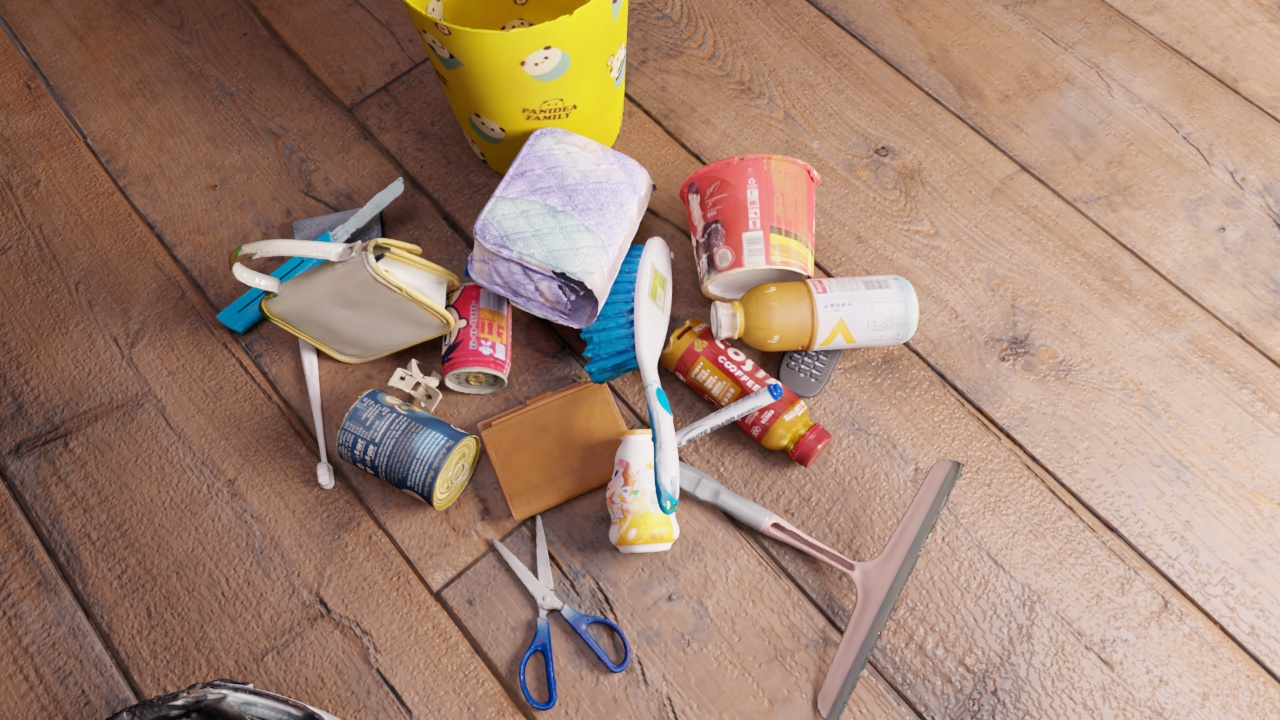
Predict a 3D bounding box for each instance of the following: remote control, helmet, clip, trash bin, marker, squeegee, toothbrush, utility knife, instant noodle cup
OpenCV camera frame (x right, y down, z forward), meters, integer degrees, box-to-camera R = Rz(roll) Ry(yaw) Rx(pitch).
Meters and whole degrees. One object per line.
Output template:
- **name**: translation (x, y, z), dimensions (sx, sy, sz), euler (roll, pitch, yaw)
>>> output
- **remote control**: translation (0.175, -0.020, 0.905), dimensions (0.053, 0.024, 0.136), euler (25, 68, 9)
- **helmet**: translation (-0.290, 0.364, 0.689), dimensions (0.274, 0.157, 0.229), euler (0, 68, 14)
- **clip**: translation (-0.211, 0.023, 0.861), dimensions (0.071, 0.100, 0.034), euler (35, 89, -13)
- **trash bin**: translation (-0.113, -0.329, 0.924), dimensions (0.229, 0.256, 0.229), euler (-1, 66, 2)
- **marker**: translation (0.065, 0.057, 0.843), dimensions (0.146, 0.017, 0.017), euler (-28, 65, 22)
- **squeegee**: translation (0.119, 0.149, 0.827), dimensions (0.250, 0.040, 0.247), euler (27, 88, 19)
- **toothbrush**: translation (-0.321, 0.041, 0.904), dimensions (0.016, 0.016, 0.180), euler (-14, 67, -6)
- **utility knife**: translation (-0.336, -0.111, 0.950), dimensions (0.238, 0.018, 0.034), euler (-41, 68, -4)
- **instant noodle cup**: translation (0.108, -0.122, 0.898), dimensions (0.138, 0.138, 0.108), euler (-3, 75, 1)

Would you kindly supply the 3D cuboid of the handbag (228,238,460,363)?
- **handbag**: translation (-0.277, -0.072, 0.844), dimensions (0.164, 0.178, 0.063), euler (-17, 57, 31)

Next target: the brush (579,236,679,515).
- **brush**: translation (-0.005, 0.005, 0.834), dimensions (0.110, 0.060, 0.313), euler (-16, 49, 29)

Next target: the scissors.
- **scissors**: translation (-0.081, 0.228, 0.816), dimensions (0.162, 0.012, 0.164), euler (22, 69, 13)

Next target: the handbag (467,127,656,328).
- **handbag**: translation (-0.073, -0.129, 0.871), dimensions (0.134, 0.076, 0.193), euler (22, 50, 0)

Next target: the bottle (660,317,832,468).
- **bottle**: translation (0.100, 0.032, 0.868), dimensions (0.175, 0.057, 0.057), euler (39, 73, 17)

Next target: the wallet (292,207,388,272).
- **wallet**: translation (-0.315, -0.104, 0.967), dimensions (0.097, 0.019, 0.120), euler (-12, 68, 0)

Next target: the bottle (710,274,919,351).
- **bottle**: translation (0.162, -0.043, 0.861), dimensions (0.189, 0.068, 0.068), euler (-4, 66, -6)

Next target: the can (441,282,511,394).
- **can**: translation (-0.160, -0.021, 0.896), dimensions (0.066, 0.067, 0.093), euler (-3, 67, 1)

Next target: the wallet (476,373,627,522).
- **wallet**: translation (-0.080, 0.074, 0.870), dimensions (0.130, 0.035, 0.119), euler (-22, 68, -9)

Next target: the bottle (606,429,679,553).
- **bottle**: translation (0.000, 0.117, 0.824), dimensions (0.063, 0.063, 0.108), euler (-5, 79, 0)

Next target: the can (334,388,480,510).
- **can**: translation (-0.216, 0.081, 0.850), dimensions (0.111, 0.075, 0.075), euler (24, 70, 13)

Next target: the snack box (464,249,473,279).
- **snack box**: translation (-0.106, -0.125, 0.925), dimensions (0.084, 0.026, 0.156), euler (24, 48, -1)
